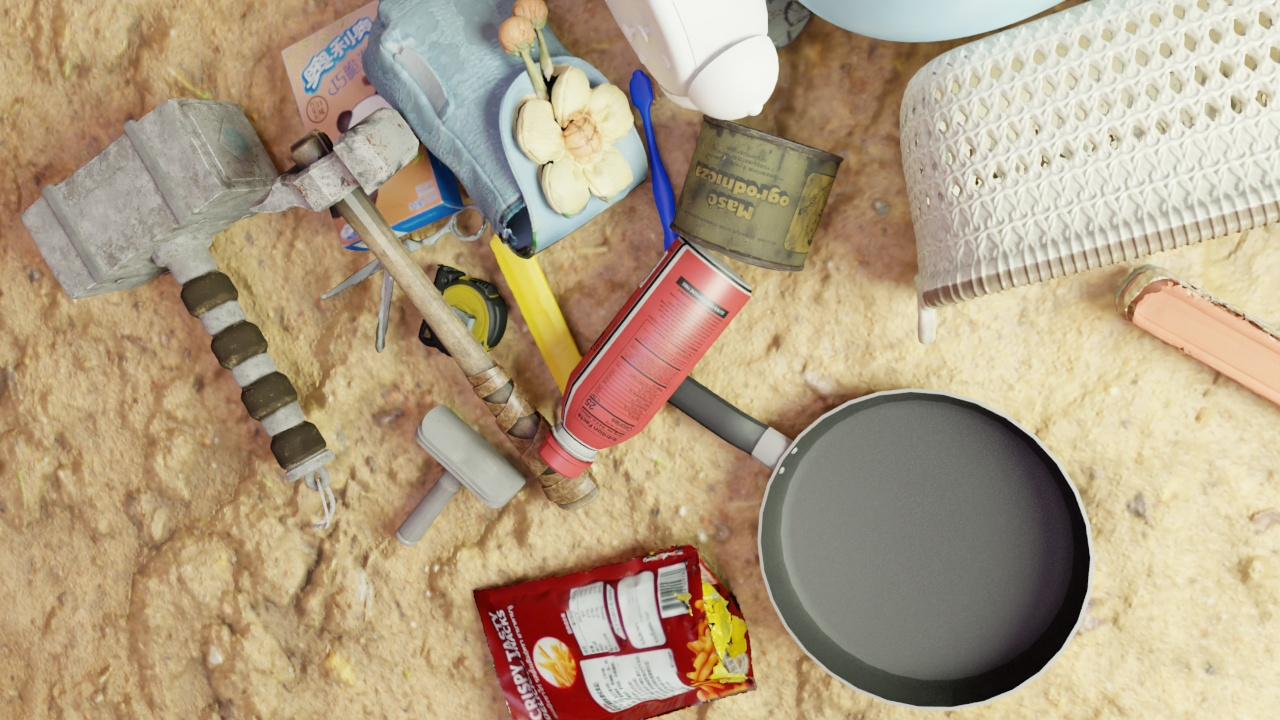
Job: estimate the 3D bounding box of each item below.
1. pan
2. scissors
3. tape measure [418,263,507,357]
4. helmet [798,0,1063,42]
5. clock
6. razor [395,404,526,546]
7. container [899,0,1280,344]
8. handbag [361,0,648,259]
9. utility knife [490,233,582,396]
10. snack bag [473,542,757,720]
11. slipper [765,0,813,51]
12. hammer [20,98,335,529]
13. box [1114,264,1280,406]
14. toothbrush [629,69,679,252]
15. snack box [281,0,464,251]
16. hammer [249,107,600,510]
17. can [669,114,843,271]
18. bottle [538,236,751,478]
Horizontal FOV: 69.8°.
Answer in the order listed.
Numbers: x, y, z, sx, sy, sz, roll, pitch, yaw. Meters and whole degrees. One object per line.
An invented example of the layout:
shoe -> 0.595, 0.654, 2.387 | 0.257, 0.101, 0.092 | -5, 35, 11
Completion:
pan -> 0.121, 0.079, 0.621 | 0.356, 0.044, 0.204 | 34, 103, 18
scissors -> -0.166, -0.083, 0.663 | 0.175, 0.014, 0.141 | -13, 83, 20
tape measure -> -0.129, -0.032, 0.671 | 0.061, 0.034, 0.062 | 20, 104, 12
helmet -> 0.168, -0.257, 0.446 | 0.265, 0.226, 0.167 | -38, 118, -17
clock -> 0.009, -0.206, 0.502 | 0.073, 0.125, 0.161 | -31, 113, 0
razor -> -0.155, 0.104, 0.711 | 0.088, 0.047, 0.116 | 42, 117, 2
container -> 0.254, -0.106, 0.479 | 0.247, 0.184, 0.143 | -14, 89, 18
handbag -> -0.080, -0.168, 0.577 | 0.192, 0.121, 0.119 | 54, 155, 1
utility knife -> -0.066, -0.029, 0.655 | 0.030, 0.017, 0.151 | -22, 111, 6
snack bag -> -0.028, 0.217, 0.692 | 0.208, 0.066, 0.139 | -22, 91, 21
slipper -> -0.014, -0.276, 0.573 | 0.269, 0.054, 0.098 | 22, 106, 8
hammer -> -0.310, -0.020, 0.700 | 0.177, 0.079, 0.326 | -27, 95, 19
box -> 0.372, 0.003, 0.539 | 0.187, 0.056, 0.059 | 29, 77, 5
toothbrush -> 0.018, -0.105, 0.627 | 0.016, 0.018, 0.182 | -9, 104, 18
snack box -> -0.188, -0.162, 0.643 | 0.087, 0.034, 0.151 | -19, 87, 18
hammer -> -0.128, -0.016, 0.629 | 0.122, 0.048, 0.319 | -19, 116, 32
can -> 0.070, -0.104, 0.571 | 0.090, 0.089, 0.075 | 21, 107, 10
bottle -> -0.004, 0.004, 0.611 | 0.062, 0.062, 0.177 | 39, 101, 3
